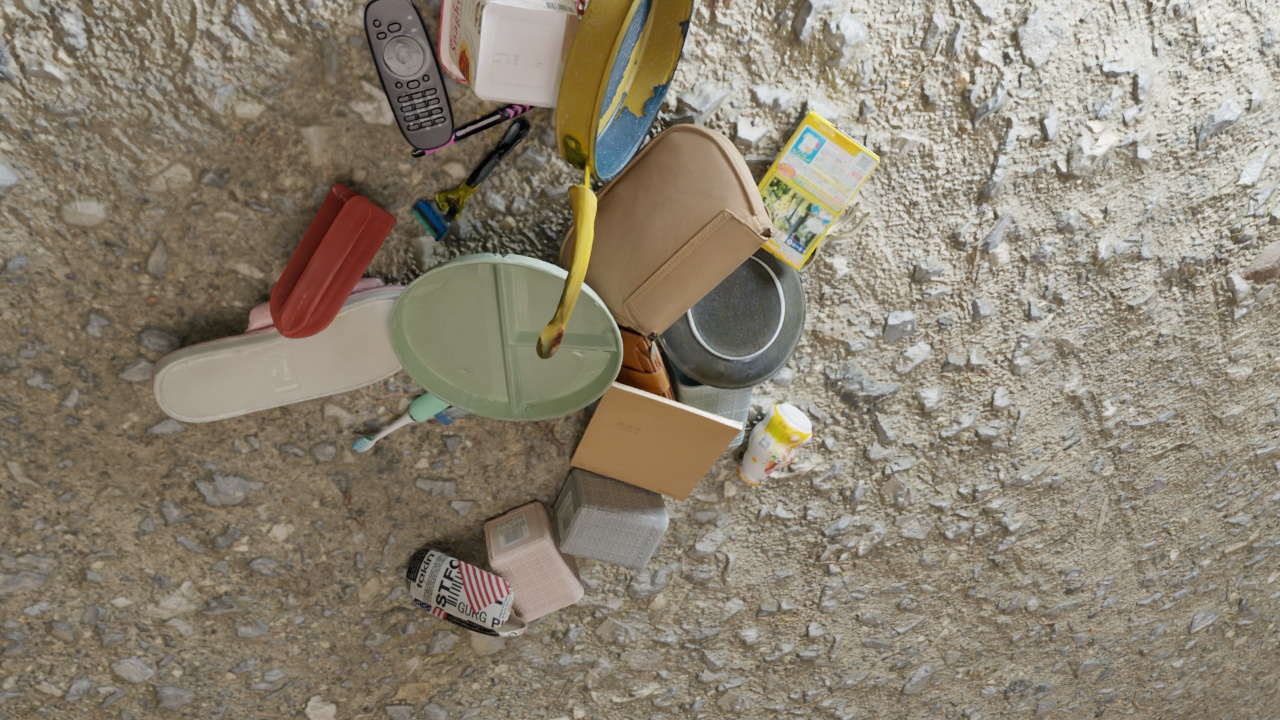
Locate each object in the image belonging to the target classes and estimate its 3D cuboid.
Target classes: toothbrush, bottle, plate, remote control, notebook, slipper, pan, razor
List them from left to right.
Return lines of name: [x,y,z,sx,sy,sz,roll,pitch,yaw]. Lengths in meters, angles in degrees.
slipper: [-0.337,-0.013,0.907,0.274,0.054,0.114,-20,133,-15]
remote control: [-0.201,-0.250,0.801,0.053,0.024,0.136,-15,126,-4]
toothbrush: [-0.220,0.041,1.002,0.224,0.026,0.027,-32,149,7]
razor: [-0.155,-0.176,0.871,0.143,0.022,0.042,-44,82,11]
toothbrush: [-0.125,-0.226,0.847,0.189,0.017,0.014,-24,129,2]
plate: [-0.131,-0.020,0.905,0.230,0.027,0.231,2,137,2]
pan: [-0.028,-0.171,0.746,0.078,0.198,0.357,24,78,9]
notebook: [0.010,0.096,1.039,0.149,0.012,0.212,18,147,-6]
plate: [0.099,-0.057,0.975,0.179,0.024,0.179,0,91,-16]
bottle: [0.164,0.107,1.147,0.063,0.063,0.109,22,116,-29]

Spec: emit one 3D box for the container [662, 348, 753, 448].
container: [0.074,0.040,1.057,0.090,0.089,0.112,-8,130,-12]

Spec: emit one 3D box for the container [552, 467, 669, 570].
container: [-0.041,0.192,1.130,0.114,0.090,0.090,15,118,-22]

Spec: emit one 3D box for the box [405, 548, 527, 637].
box: [-0.210,0.286,1.122,0.085,0.162,0.075,39,65,-59]

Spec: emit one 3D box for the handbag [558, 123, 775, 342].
handbag: [0.026,-0.125,0.893,0.205,0.099,0.148,-40,83,23]

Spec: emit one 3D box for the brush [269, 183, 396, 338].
brush: [-0.285,-0.084,0.831,0.063,0.069,0.145,31,87,-14]

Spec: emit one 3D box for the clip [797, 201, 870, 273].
clip: [0.209,-0.143,0.999,0.098,0.035,0.100,-7,126,-14]

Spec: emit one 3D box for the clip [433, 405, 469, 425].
clip: [-0.203,0.051,1.024,0.057,0.028,0.024,-29,126,15]

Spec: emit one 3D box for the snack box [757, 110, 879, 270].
snack box: [0.168,-0.174,0.943,0.087,0.033,0.141,34,110,-2]

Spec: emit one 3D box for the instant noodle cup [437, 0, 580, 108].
instant noodle cup: [-0.103,-0.268,0.755,0.116,0.124,0.117,2,124,-18]

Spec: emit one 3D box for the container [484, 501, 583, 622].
container: [-0.136,0.246,1.139,0.090,0.089,0.111,-22,124,-1]

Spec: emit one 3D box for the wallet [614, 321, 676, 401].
wallet: [-0.006,0.006,0.995,0.035,0.119,0.131,-41,131,-23]
